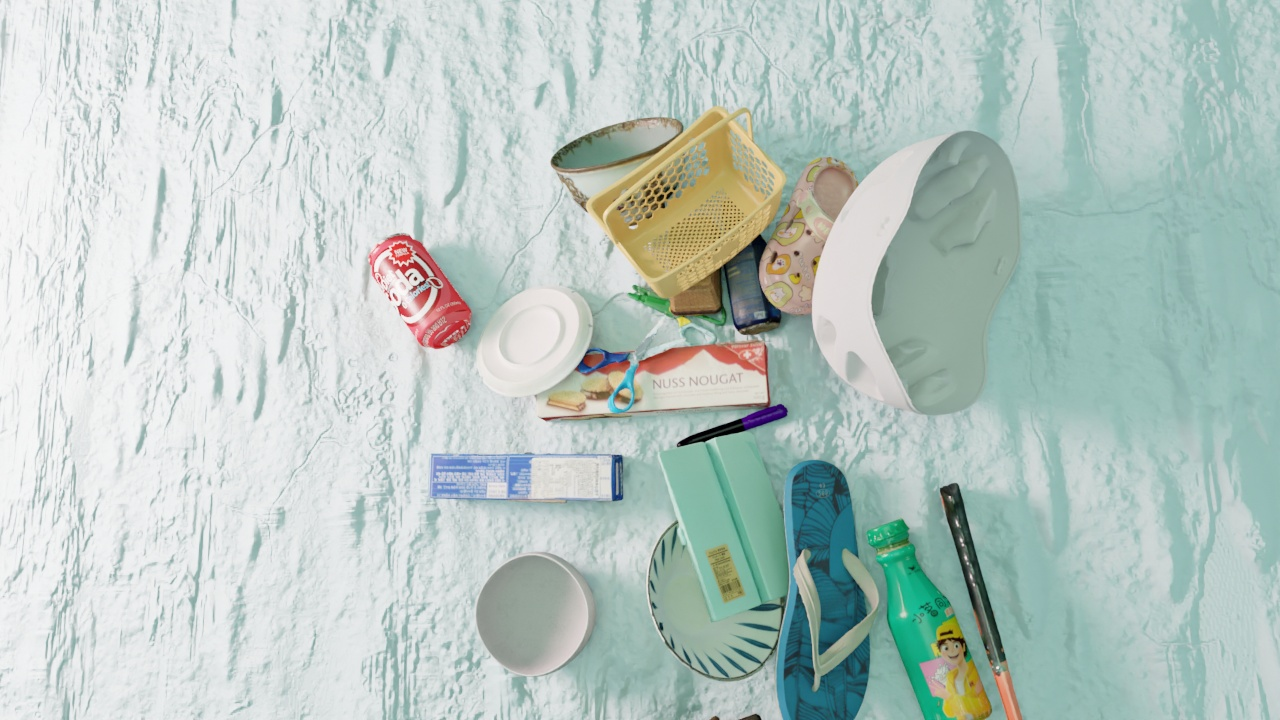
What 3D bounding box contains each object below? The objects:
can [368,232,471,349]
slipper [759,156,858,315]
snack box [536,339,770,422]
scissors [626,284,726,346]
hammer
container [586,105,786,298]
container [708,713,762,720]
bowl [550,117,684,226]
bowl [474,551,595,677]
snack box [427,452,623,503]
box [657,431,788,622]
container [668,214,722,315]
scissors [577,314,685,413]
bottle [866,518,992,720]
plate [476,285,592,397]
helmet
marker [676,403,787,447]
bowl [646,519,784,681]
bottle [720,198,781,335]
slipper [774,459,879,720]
[{"bbox_3d":[-0.273,-0.085,1.137,0.074,0.074,0.142,-39,75,3],"label":"can"},{"bbox_3d":[0.206,-0.143,1.027,0.093,0.082,0.197,29,73,-20],"label":"slipper"},{"bbox_3d":[0.012,0.025,1.071,0.273,0.044,0.076,-4,79,12],"label":"snack box"},{"bbox_3d":[0.038,-0.054,1.098,0.130,0.014,0.070,18,83,14],"label":"scissors"},{"bbox_3d":[0.356,0.285,0.923,0.033,0.133,0.332,-13,69,11],"label":"hammer"},{"bbox_3d":[0.051,-0.169,0.967,0.183,0.167,0.129,-37,69,-3],"label":"container"},{"bbox_3d":[0.046,0.451,0.852,0.205,0.321,0.176,-24,76,0],"label":"container"},{"bbox_3d":[-0.017,-0.215,1.085,0.160,0.159,0.094,-11,119,10],"label":"bowl"},{"bbox_3d":[-0.114,0.285,1.040,0.132,0.064,0.131,-2,79,12],"label":"bowl"},{"bbox_3d":[-0.134,0.136,1.076,0.226,0.059,0.059,-1,82,13],"label":"snack box"},{"bbox_3d":[0.099,0.174,0.991,0.033,0.136,0.186,-34,71,45],"label":"box"},{"bbox_3d":[0.061,-0.116,1.071,0.063,0.061,0.113,-3,72,10],"label":"container"},{"bbox_3d":[-0.015,-0.010,1.054,0.104,0.015,0.133,36,88,17],"label":"scissors"},{"bbox_3d":[0.292,0.271,0.953,0.068,0.068,0.209,-21,76,8],"label":"bottle"},{"bbox_3d":[-0.130,-0.027,1.097,0.157,0.014,0.156,-12,57,19],"label":"plate"},{"bbox_3d":[0.287,-0.095,0.938,0.184,0.223,0.283,36,116,39],"label":"helmet"},{"bbox_3d":[0.104,0.077,1.055,0.134,0.018,0.015,-19,44,8],"label":"marker"},{"bbox_3d":[0.065,0.258,0.988,0.071,0.177,0.177,-36,69,49],"label":"bowl"},{"bbox_3d":[0.124,-0.111,1.066,0.056,0.056,0.160,-11,78,10],"label":"bottle"},{"bbox_3d":[0.200,0.249,0.960,0.118,0.060,0.294,8,75,-26],"label":"slipper"}]
